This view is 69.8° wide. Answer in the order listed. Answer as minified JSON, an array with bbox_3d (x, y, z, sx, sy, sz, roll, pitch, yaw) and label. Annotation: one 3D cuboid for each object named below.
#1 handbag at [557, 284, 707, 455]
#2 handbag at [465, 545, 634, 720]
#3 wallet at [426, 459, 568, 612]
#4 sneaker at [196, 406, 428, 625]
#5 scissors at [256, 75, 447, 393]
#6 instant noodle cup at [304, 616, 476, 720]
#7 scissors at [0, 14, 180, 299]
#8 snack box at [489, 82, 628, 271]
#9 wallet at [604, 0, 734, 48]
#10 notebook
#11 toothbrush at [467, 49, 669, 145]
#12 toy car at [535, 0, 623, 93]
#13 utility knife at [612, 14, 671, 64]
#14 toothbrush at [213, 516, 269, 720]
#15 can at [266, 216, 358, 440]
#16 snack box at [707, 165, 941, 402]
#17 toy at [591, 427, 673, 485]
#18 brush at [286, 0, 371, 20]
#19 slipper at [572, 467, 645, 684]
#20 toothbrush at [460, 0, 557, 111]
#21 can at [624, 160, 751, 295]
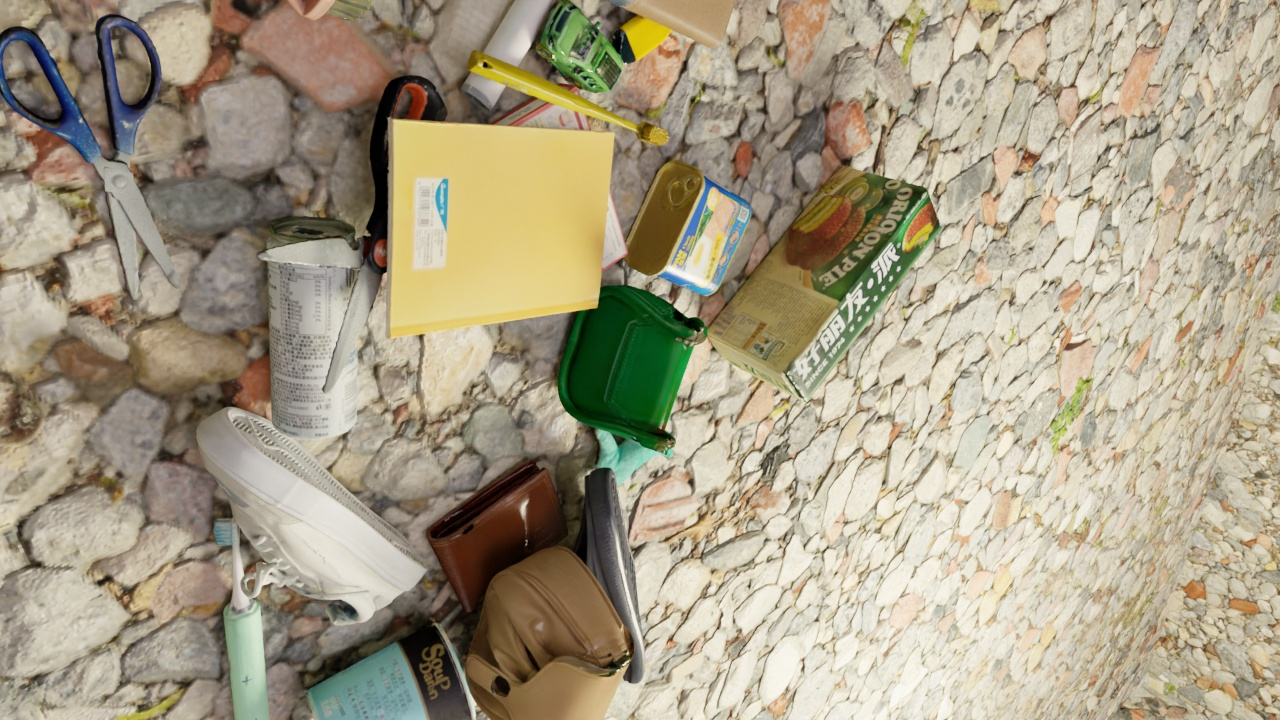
[{"bbox_3d":[-0.005,0.005,0.799,0.067,0.120,0.131,4,107,-49],"label":"handbag"},{"bbox_3d":[-0.090,0.275,0.827,0.099,0.148,0.205,-24,142,-45],"label":"handbag"},{"bbox_3d":[-0.126,0.160,0.838,0.124,0.032,0.101,-34,134,-23],"label":"wallet"},{"bbox_3d":[-0.254,0.125,0.669,0.090,0.089,0.242,-42,140,-11],"label":"sneaker"},{"bbox_3d":[-0.165,-0.085,0.622,0.234,0.022,0.221,9,88,-66],"label":"scissors"},{"bbox_3d":[-0.216,0.294,0.784,0.120,0.111,0.111,-18,123,-24],"label":"instant noodle cup"},{"bbox_3d":[-0.316,-0.113,0.532,0.140,0.012,0.171,12,105,-47],"label":"scissors"},{"bbox_3d":[-0.064,-0.133,0.737,0.076,0.027,0.156,-36,132,-22],"label":"snack box"},{"bbox_3d":[0.027,-0.303,0.708,0.115,0.033,0.090,10,99,-36],"label":"wallet"},{"bbox_3d":[-0.096,-0.098,0.669,0.205,0.010,0.146,-13,115,-48],"label":"notebook"},{"bbox_3d":[-0.047,-0.193,0.688,0.189,0.017,0.016,9,103,-45],"label":"toothbrush"},{"bbox_3d":[-0.044,-0.231,0.685,0.043,0.036,0.091,-61,156,4],"label":"toy car"},{"bbox_3d":[0.030,-0.290,0.746,0.153,0.015,0.033,-44,139,-16],"label":"utility knife"},{"bbox_3d":[-0.306,0.216,0.707,0.027,0.026,0.225,-2,115,-18],"label":"toothbrush"},{"bbox_3d":[-0.224,-0.021,0.630,0.058,0.058,0.147,-11,119,-38],"label":"can"},{"bbox_3d":[0.185,-0.082,0.926,0.240,0.114,0.063,-51,135,-10],"label":"snack box"},{"bbox_3d":[-0.012,0.086,0.902,0.091,0.030,0.096,-41,128,-21],"label":"toy"},{"bbox_3d":[-0.178,-0.273,0.534,0.073,0.063,0.146,8,108,-48],"label":"brush"},{"bbox_3d":[-0.046,0.215,0.905,0.083,0.110,0.269,-7,127,1],"label":"slipper"},{"bbox_3d":[-0.062,-0.280,0.661,0.026,0.027,0.221,31,89,-9],"label":"toothbrush"},{"bbox_3d":[0.044,-0.115,0.824,0.083,0.057,0.102,18,100,-48],"label":"can"}]
